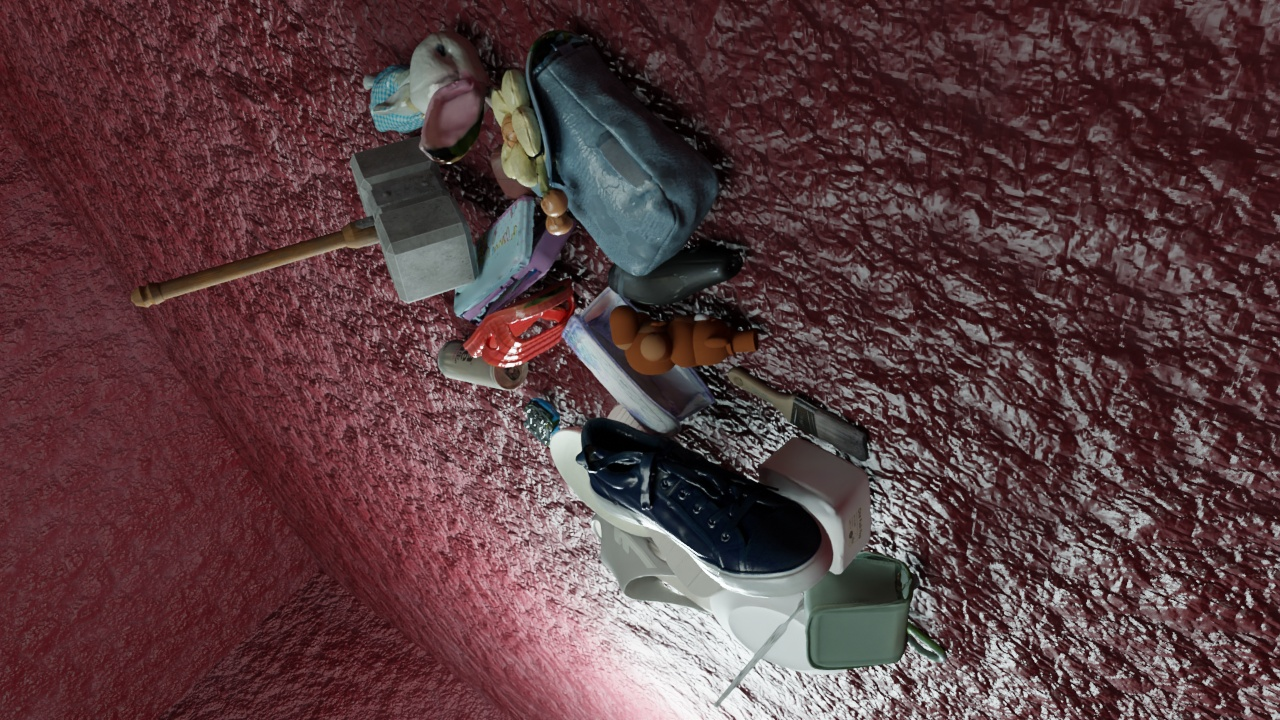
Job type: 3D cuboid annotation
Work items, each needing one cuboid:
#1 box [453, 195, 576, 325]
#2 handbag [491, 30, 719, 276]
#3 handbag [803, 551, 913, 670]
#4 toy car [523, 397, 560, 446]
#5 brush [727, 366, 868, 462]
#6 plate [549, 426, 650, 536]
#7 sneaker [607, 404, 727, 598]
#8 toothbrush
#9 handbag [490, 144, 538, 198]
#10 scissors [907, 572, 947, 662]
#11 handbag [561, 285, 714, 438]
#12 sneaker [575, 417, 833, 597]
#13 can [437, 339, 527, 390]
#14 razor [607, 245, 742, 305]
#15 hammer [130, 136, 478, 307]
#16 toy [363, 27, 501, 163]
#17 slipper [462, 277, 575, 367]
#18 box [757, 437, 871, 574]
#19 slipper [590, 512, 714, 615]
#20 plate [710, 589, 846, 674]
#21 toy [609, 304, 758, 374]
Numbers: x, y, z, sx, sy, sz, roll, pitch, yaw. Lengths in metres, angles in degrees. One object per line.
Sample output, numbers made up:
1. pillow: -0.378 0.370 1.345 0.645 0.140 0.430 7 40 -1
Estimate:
1. box: -0.141 -0.096 0.948 0.065 0.078 0.215 23 157 -22
2. handbag: -0.040 -0.154 0.724 0.192 0.118 0.122 49 151 4
3. handbag: 0.215 0.250 0.914 0.106 0.067 0.122 -4 134 8
4. toy car: -0.126 0.078 1.200 0.048 0.032 0.105 38 155 11
5. brush: 0.144 0.046 0.847 0.151 0.012 0.039 30 147 26
6. plate: -0.037 0.149 1.174 0.182 0.034 0.183 31 147 23
7. sneaker: 0.052 0.145 1.015 0.236 0.104 0.090 52 125 29
8. toothbrush: 0.141 0.317 1.017 0.010 0.181 0.010 36 153 25
9. handbag: -0.085 -0.171 0.853 0.120 0.029 0.055 13 142 35
10. scissors: 0.256 0.257 0.972 0.171 0.021 0.173 37 153 8
11. handbag: -0.006 0.005 0.935 0.158 0.069 0.127 46 163 -1
12. sneaker: 0.042 0.117 0.846 0.295 0.120 0.127 21 142 43
13. can: -0.207 0.004 1.187 0.136 0.054 0.054 8 134 46
14. razor: 0.028 -0.083 0.796 0.141 0.052 0.064 -4 118 50
15. hammer: -0.341 -0.109 0.916 0.083 0.317 0.162 90 156 -51
16. toy: -0.182 -0.249 0.835 0.205 0.130 0.106 29 116 41
17. slipper: -0.128 -0.030 1.002 0.059 0.103 0.249 62 156 -2
18. box: 0.177 0.128 0.888 0.102 0.091 0.107 27 140 40
19. slipper: 0.019 0.288 1.231 0.266 0.080 0.113 22 146 34
20. plate: 0.170 0.335 1.125 0.189 0.016 0.189 19 140 17
21. toy: 0.041 -0.022 0.825 0.128 0.094 0.065 -4 90 21
